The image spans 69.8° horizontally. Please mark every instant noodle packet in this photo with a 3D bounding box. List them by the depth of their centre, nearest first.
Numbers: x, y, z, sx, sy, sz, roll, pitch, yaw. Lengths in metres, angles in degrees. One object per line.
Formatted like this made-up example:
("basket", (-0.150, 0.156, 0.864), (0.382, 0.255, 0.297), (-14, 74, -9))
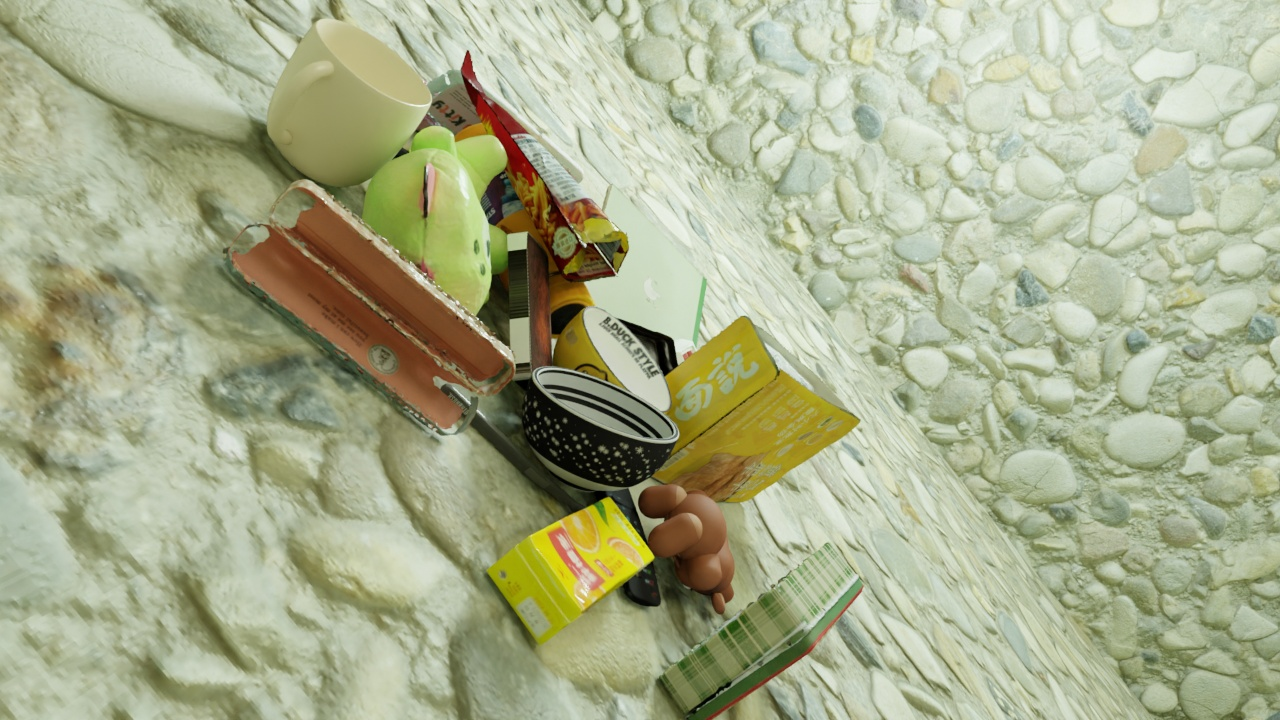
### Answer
("instant noodle packet", (0.110, 0.070, 0.913), (0.221, 0.163, 0.084), (32, 24, -47))

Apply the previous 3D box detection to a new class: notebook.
("notebook", (0.004, -0.055, 1.005), (0.182, 0.010, 0.251), (41, 42, -30))

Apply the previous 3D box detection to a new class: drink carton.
("drink carton", (-0.043, 0.134, 0.603), (0.058, 0.043, 0.134), (52, 16, 10))

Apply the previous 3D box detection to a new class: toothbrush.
("toothbrush", (-0.083, 0.076, 0.667), (0.167, 0.013, 0.013), (46, 26, -15))

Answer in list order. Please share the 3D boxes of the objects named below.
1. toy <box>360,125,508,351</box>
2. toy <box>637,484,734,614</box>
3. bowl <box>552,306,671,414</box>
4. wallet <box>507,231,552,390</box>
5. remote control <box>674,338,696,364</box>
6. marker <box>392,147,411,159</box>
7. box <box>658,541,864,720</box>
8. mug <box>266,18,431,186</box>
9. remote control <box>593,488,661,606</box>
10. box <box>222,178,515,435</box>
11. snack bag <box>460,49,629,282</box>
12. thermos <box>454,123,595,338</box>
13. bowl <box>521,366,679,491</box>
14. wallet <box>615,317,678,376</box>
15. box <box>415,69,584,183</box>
("toy", (-0.156, -0.099, 0.696), (0.196, 0.107, 0.150), (-63, 153, -69))
("toy", (0.045, 0.158, 0.753), (0.094, 0.065, 0.128), (-95, 167, -49))
("bowl", (-0.034, 0.017, 0.814), (0.117, 0.068, 0.117), (45, 19, -20))
("wallet", (-0.089, -0.037, 0.754), (0.072, 0.019, 0.123), (58, 28, -72))
("remote control", (0.065, 0.044, 0.997), (0.049, 0.024, 0.143), (-28, 96, -56))
("marker", (-0.224, -0.192, 0.839), (0.123, 0.021, 0.017), (26, 30, -52))
("box", (0.099, 0.203, 0.699), (0.051, 0.118, 0.205), (51, 15, 16))
("mug", (-0.228, -0.182, 0.677), (0.096, 0.100, 0.120), (46, 23, 5))
("remote control", (-0.018, 0.125, 0.722), (0.041, 0.020, 0.151), (35, 24, -44))
("box", (-0.165, -0.029, 0.578), (0.187, 0.082, 0.041), (41, 9, -24))
("snack bag", (-0.087, -0.169, 0.818), (0.208, 0.067, 0.139), (58, 4, 14))
("thermos", (-0.123, -0.125, 0.880), (0.091, 0.076, 0.232), (-6, 54, -35))
("bowl", (-0.038, 0.061, 0.697), (0.120, 0.066, 0.120), (23, 12, -6))
("wallet", (-0.006, 0.005, 0.922), (0.114, 0.026, 0.089), (19, 56, -45))
("box", (-0.171, -0.234, 0.987), (0.146, 0.077, 0.201), (25, -6, 45))
